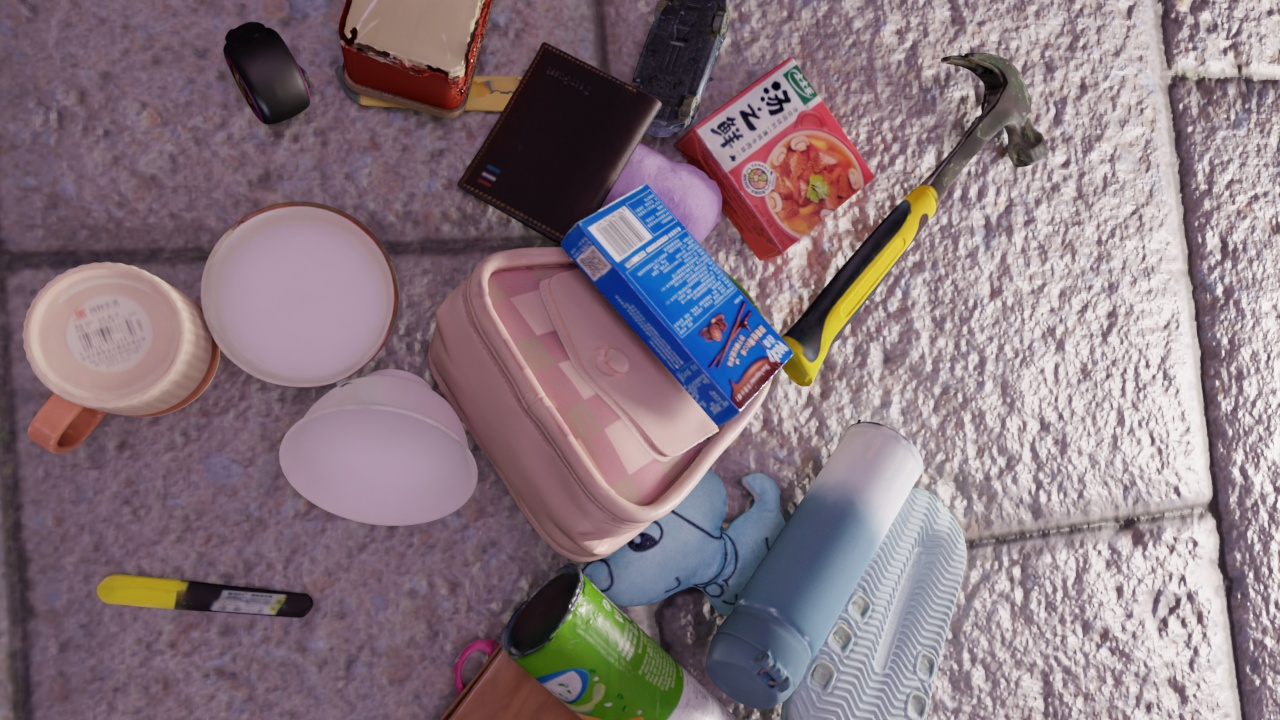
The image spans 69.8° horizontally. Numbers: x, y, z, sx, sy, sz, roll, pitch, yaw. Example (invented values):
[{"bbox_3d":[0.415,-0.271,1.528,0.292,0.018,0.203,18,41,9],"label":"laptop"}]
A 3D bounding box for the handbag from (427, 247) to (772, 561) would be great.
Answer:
[{"bbox_3d":[-0.004,0.004,0.622,0.233,0.094,0.193,-27,79,-37],"label":"handbag"}]

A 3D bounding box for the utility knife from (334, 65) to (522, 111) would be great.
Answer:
[{"bbox_3d":[-0.124,-0.191,0.647,0.173,0.019,0.031,-3,93,-22],"label":"utility knife"}]

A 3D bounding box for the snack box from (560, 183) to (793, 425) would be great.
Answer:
[{"bbox_3d":[0.027,-0.040,0.608,0.157,0.026,0.084,49,44,0],"label":"snack box"}]

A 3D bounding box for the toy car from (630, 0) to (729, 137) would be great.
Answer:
[{"bbox_3d":[0.028,-0.218,0.675,0.054,0.037,0.120,16,75,12],"label":"toy car"}]

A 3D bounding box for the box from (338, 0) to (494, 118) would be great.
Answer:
[{"bbox_3d":[-0.135,-0.258,0.603,0.091,0.079,0.168,14,78,-11],"label":"box"}]

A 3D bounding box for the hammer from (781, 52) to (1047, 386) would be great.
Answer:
[{"bbox_3d":[0.204,-0.112,0.697,0.322,0.032,0.126,-48,121,-18],"label":"hammer"}]

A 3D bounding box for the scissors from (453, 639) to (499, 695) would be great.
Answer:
[{"bbox_3d":[-0.104,0.259,0.618,0.096,0.017,0.137,18,84,-22],"label":"scissors"}]

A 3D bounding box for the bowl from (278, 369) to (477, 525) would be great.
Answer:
[{"bbox_3d":[-0.160,0.046,0.582,0.118,0.119,0.064,14,43,-16],"label":"bowl"}]

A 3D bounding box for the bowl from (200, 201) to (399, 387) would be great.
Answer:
[{"bbox_3d":[-0.211,-0.038,0.581,0.113,0.062,0.113,1,85,-15],"label":"bowl"}]

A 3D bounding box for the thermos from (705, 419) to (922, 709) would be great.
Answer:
[{"bbox_3d":[0.122,0.138,0.638,0.070,0.070,0.219,47,59,-9],"label":"thermos"}]

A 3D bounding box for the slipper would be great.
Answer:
[{"bbox_3d":[0.166,0.201,0.676,0.104,0.074,0.244,39,60,-10],"label":"slipper"}]

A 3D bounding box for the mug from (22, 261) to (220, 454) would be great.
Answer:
[{"bbox_3d":[-0.304,0.003,0.526,0.081,0.106,0.114,38,76,-11],"label":"mug"}]

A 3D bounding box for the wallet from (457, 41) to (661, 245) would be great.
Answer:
[{"bbox_3d":[-0.056,-0.150,0.640,0.096,0.020,0.122,30,86,5],"label":"wallet"}]

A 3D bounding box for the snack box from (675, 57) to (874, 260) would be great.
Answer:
[{"bbox_3d":[0.111,-0.159,0.697,0.127,0.044,0.113,-40,98,-16],"label":"snack box"}]

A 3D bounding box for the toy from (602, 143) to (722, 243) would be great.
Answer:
[{"bbox_3d":[0.009,-0.121,0.665,0.108,0.039,0.083,25,77,-8],"label":"toy"}]

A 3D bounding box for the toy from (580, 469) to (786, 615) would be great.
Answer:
[{"bbox_3d":[0.033,0.123,0.651,0.156,0.050,0.161,49,64,-7],"label":"toy"}]

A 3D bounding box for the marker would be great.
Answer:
[{"bbox_3d":[-0.270,0.148,0.575,0.124,0.015,0.018,11,83,-19],"label":"marker"}]

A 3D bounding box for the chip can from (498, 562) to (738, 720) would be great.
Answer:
[{"bbox_3d":[0.013,0.235,0.606,0.072,0.072,0.236,-48,108,-15],"label":"chip can"}]

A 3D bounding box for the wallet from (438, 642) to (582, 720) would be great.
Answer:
[{"bbox_3d":[-0.079,0.246,0.609,0.101,0.020,0.115,43,74,-20],"label":"wallet"}]

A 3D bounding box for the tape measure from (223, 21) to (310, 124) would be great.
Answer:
[{"bbox_3d":[-0.237,-0.183,0.587,0.039,0.057,0.058,-30,86,-18],"label":"tape measure"}]
